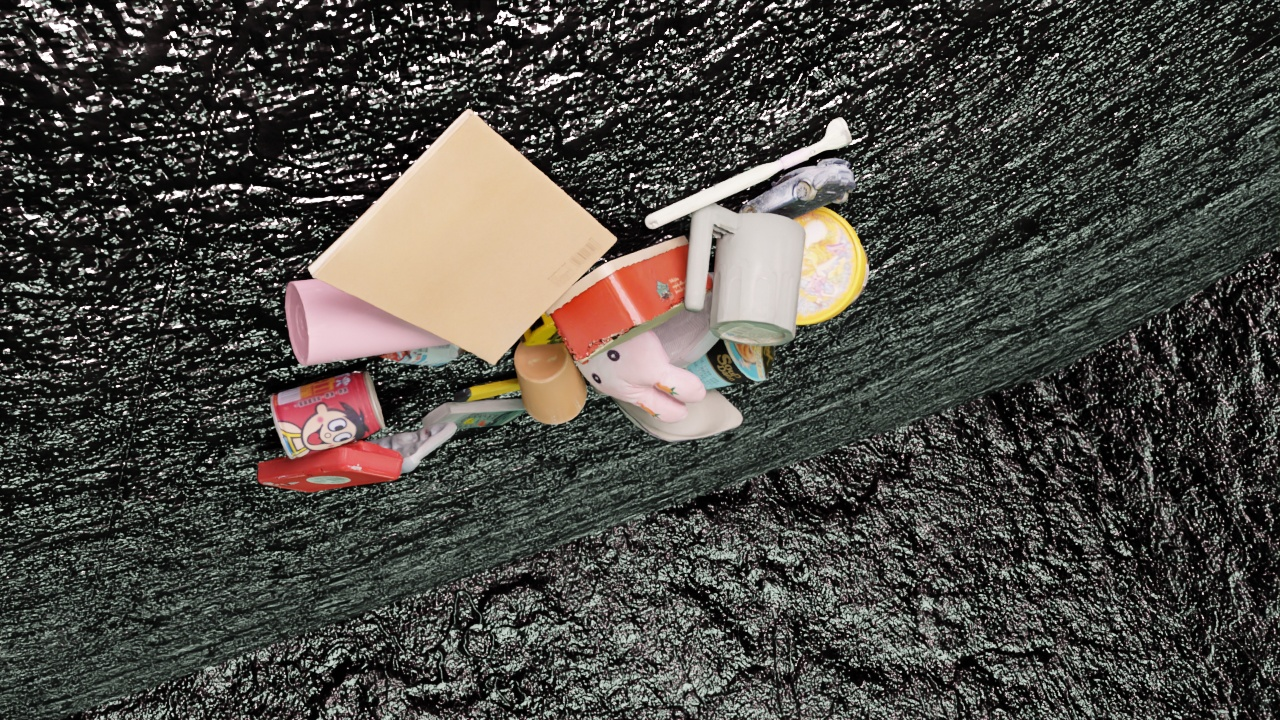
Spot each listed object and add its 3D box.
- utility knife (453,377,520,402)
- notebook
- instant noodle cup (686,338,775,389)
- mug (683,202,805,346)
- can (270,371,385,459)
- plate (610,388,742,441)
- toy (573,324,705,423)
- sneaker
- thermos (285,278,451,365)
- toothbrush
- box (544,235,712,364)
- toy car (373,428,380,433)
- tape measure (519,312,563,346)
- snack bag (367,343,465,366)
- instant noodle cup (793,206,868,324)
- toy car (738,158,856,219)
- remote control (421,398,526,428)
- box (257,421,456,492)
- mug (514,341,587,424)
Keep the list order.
[{"bbox_3d":[-0.154,0.028,1.110,0.153,0.015,0.033,-12,169,-32],"label":"utility knife"},{"bbox_3d":[-0.116,-0.078,0.672,0.149,0.012,0.211,-43,152,8],"label":"notebook"},{"bbox_3d":[0.086,-0.012,1.139,0.121,0.111,0.111,-21,167,37],"label":"instant noodle cup"},{"bbox_3d":[0.091,-0.078,0.839,0.123,0.103,0.084,16,163,-33],"label":"mug"},{"bbox_3d":[-0.305,0.052,0.899,0.093,0.066,0.067,-17,164,-13],"label":"can"},{"bbox_3d":[0.031,0.054,1.173,0.164,0.163,0.034,-7,130,-40],"label":"plate"},{"bbox_3d":[-0.006,0.006,0.988,0.054,0.159,0.122,-53,179,-38],"label":"toy"},{"bbox_3d":[0.043,-0.021,1.052,0.090,0.089,0.243,3,155,-39],"label":"sneaker"},{"bbox_3d":[-0.184,-0.043,0.753,0.198,0.067,0.087,-12,-170,-34],"label":"thermos"},{"bbox_3d":[0.090,-0.157,0.792,0.190,0.020,0.029,-23,134,13],"label":"toothbrush"},{"bbox_3d":[-0.003,-0.050,0.837,0.092,0.077,0.168,-31,179,32],"label":"box"},{"bbox_3d":[-0.313,0.066,1.003,0.048,0.032,0.105,-8,172,-23],"label":"toy car"},{"bbox_3d":[-0.089,-0.034,0.956,0.059,0.029,0.057,-10,161,-35],"label":"tape measure"},{"bbox_3d":[-0.212,-0.009,0.888,0.048,0.026,0.104,-15,168,26],"label":"snack bag"},{"bbox_3d":[0.179,-0.096,0.946,0.119,0.118,0.114,-28,170,23],"label":"instant noodle cup"},{"bbox_3d":[0.141,-0.151,0.848,0.054,0.036,0.121,-5,168,-40],"label":"toy car"},{"bbox_3d":[-0.210,0.069,1.167,0.056,0.019,0.134,-31,161,34],"label":"remote control"},{"bbox_3d":[-0.312,0.110,1.012,0.202,0.065,0.159,-14,177,42],"label":"box"},{"bbox_3d":[-0.104,0.017,1.037,0.078,0.078,0.123,-19,159,-6],"label":"mug"}]
